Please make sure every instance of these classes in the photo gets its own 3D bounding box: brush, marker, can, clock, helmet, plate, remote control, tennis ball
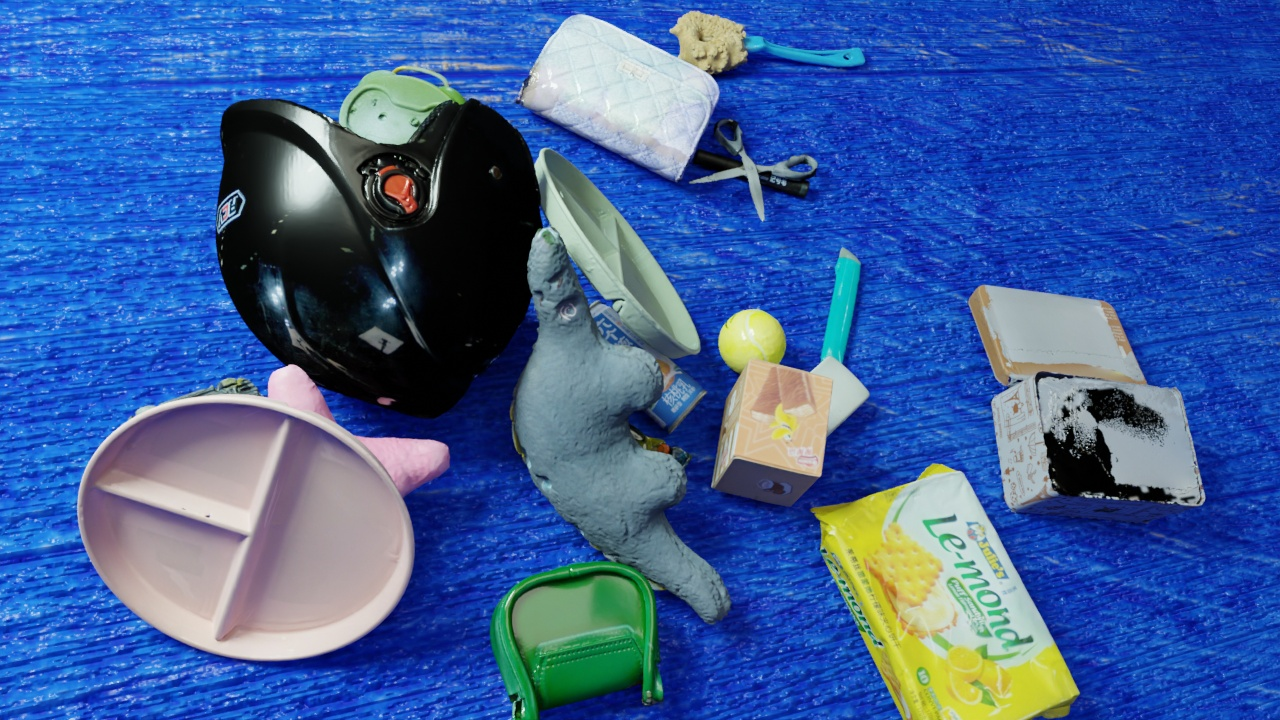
[{"bbox_3d":[0.155,-0.371,1.098,0.254,0.046,0.083,-2,61,-21],"label":"brush"},{"bbox_3d":[0.123,-0.208,1.017,0.132,0.020,0.022,15,33,-7],"label":"marker"},{"bbox_3d":[-0.005,0.005,0.858,0.134,0.053,0.053,41,61,6],"label":"can"},{"bbox_3d":[-0.232,-0.232,0.908,0.116,0.056,0.161,14,62,-9],"label":"clock"},{"bbox_3d":[-0.214,-0.084,0.735,0.274,0.234,0.229,25,66,-36],"label":"helmet"},{"bbox_3d":[-0.275,0.121,0.654,0.229,0.230,0.028,14,25,-9],"label":"plate"},{"bbox_3d":[-0.023,-0.093,0.830,0.027,0.230,0.230,-36,75,13],"label":"plate"},{"bbox_3d":[0.156,0.059,0.891,0.149,0.021,0.058,-38,76,-22],"label":"remote control"},{"bbox_3d":[0.109,-0.017,0.893,0.065,0.066,0.065,6,63,-13],"label":"tennis ball"}]

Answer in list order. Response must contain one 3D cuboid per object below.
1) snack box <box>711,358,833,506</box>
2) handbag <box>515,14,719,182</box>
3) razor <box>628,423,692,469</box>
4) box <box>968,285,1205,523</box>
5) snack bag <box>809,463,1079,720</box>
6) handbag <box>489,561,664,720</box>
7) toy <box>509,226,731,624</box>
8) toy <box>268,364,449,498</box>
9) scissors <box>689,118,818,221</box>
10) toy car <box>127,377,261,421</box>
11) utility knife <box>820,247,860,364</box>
[{"bbox_3d":[0.116,0.066,0.816,0.077,0.093,0.094,14,64,-2],"label":"snack box"},{"bbox_3d":[-0.019,-0.284,0.981,0.194,0.076,0.134,24,61,-2],"label":"handbag"},{"bbox_3d":[-0.018,0.062,0.845,0.143,0.022,0.042,35,59,3],"label":"razor"},{"bbox_3d":[0.457,0.030,0.958,0.178,0.088,0.261,7,65,-12],"label":"box"},{"bbox_3d":[0.264,0.223,0.819,0.157,0.068,0.246,-15,70,-21],"label":"snack bag"},{"bbox_3d":[-0.049,0.226,0.731,0.131,0.068,0.120,-9,69,-19],"label":"handbag"},{"bbox_3d":[-0.037,0.065,0.764,0.091,0.138,0.356,-38,110,-52],"label":"toy"},{"bbox_3d":[-0.262,0.102,0.702,0.194,0.074,0.178,31,95,-29],"label":"toy"},{"bbox_3d":[0.123,-0.205,0.991,0.159,0.014,0.176,6,47,-13],"label":"scissors"},{"bbox_3d":[-0.362,0.051,0.749,0.105,0.031,0.049,-22,72,-25],"label":"toy car"},{"bbox_3d":[0.206,-0.038,0.960,0.029,0.013,0.192,19,62,-3],"label":"utility knife"}]
